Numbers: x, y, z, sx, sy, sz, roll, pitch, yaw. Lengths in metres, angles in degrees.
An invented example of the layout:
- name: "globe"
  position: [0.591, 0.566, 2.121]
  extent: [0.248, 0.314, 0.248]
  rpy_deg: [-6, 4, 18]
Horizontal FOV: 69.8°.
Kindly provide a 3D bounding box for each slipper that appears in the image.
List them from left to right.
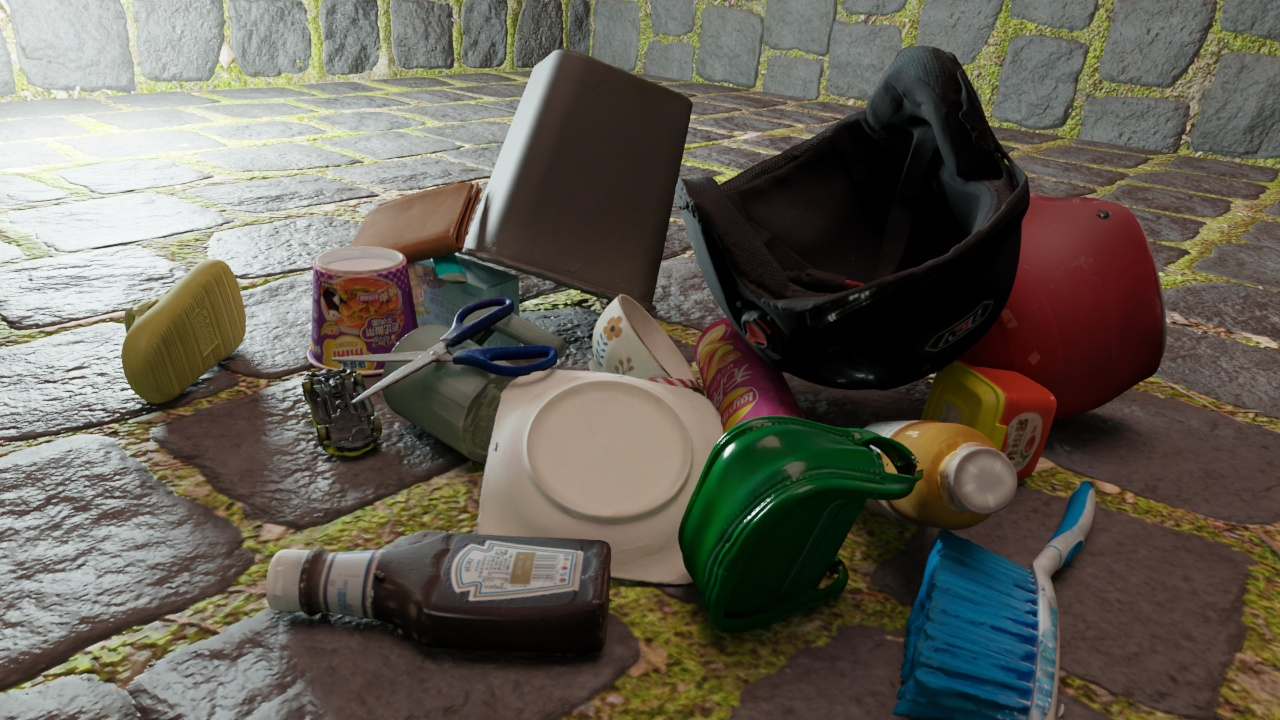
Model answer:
- name: "slipper"
  position: [-0.420, -0.030, 0.817]
  extent: [0.081, 0.092, 0.190]
  rpy_deg: [1, 27, 0]

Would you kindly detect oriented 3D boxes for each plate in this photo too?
- name: "plate"
  position: [-0.022, 0.067, 0.619]
  extent: [0.164, 0.034, 0.163]
  rpy_deg: [7, 51, -3]

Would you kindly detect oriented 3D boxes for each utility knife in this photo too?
- name: "utility knife"
  position: [-0.208, -0.119, 0.947]
  extent: [0.029, 0.013, 0.221]
  rpy_deg: [-8, 28, -17]

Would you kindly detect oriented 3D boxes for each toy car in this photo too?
- name: "toy car"
  position: [-0.241, 0.044, 0.738]
  extent: [0.048, 0.032, 0.105]
  rpy_deg: [-9, 38, -27]

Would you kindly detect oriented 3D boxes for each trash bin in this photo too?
- name: "trash bin"
  position: [-0.060, -0.181, 0.956]
  extent: [0.198, 0.220, 0.199]
  rpy_deg: [17, 2, -20]

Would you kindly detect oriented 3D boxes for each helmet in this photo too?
- name: "helmet"
  position: [0.169, -0.086, 0.704]
  extent: [0.233, 0.230, 0.274]
  rpy_deg: [-32, 34, -3]
- name: "helmet"
  position: [0.321, -0.040, 0.817]
  extent: [0.143, 0.207, 0.240]
  rpy_deg: [-35, 33, -22]

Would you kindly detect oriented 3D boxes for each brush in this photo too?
- name: "brush"
  position: [0.235, 0.133, 0.576]
  extent: [0.109, 0.061, 0.313]
  rpy_deg: [17, 24, 17]

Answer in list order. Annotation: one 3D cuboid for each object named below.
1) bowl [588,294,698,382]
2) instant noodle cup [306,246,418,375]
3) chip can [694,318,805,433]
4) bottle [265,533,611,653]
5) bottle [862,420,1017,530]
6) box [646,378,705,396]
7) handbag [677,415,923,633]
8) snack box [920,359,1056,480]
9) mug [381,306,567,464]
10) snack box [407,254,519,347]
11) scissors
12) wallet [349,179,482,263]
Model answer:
- name: "bowl"
  position: [-0.005, 0.005, 0.794]
  extent: [0.062, 0.113, 0.113]
  rpy_deg: [-37, 22, 11]
- name: "instant noodle cup"
  position: [-0.263, -0.051, 0.869]
  extent: [0.111, 0.099, 0.111]
  rpy_deg: [2, 25, -1]
- name: "chip can"
  position: [0.090, 0.032, 0.756]
  extent: [0.071, 0.071, 0.210]
  rpy_deg: [1, 23, -4]
- name: "bottle"
  position: [-0.116, 0.132, 0.535]
  extent: [0.195, 0.044, 0.079]
  rpy_deg: [3, 23, 0]
- name: "bottle"
  position: [0.184, 0.073, 0.594]
  extent: [0.068, 0.068, 0.189]
  rpy_deg: [2, -4, -2]
- name: "box"
  position: [-0.028, 0.043, 0.702]
  extent: [0.163, 0.081, 0.075]
  rpy_deg: [-10, -1, -14]
- name: "handbag"
  position: [0.090, 0.096, 0.538]
  extent: [0.120, 0.132, 0.068]
  rpy_deg: [1, 38, -21]
- name: "snack box"
  position: [0.270, 0.050, 0.720]
  extent: [0.080, 0.091, 0.082]
  rpy_deg: [0, 24, -23]
- name: "mug"
  position: [-0.129, 0.012, 0.733]
  extent: [0.103, 0.084, 0.123]
  rpy_deg: [26, 67, 38]
- name: "snack box"
  position: [-0.199, -0.066, 0.942]
  extent: [0.175, 0.074, 0.051]
  rpy_deg: [21, 29, 35]
- name: "scissors"
  position: [-0.142, -0.008, 0.691]
  extent: [0.176, 0.012, 0.162]
  rpy_deg: [5, 33, 14]
- name: "wallet"
  position: [-0.230, -0.141, 0.934]
  extent: [0.131, 0.035, 0.118]
  rpy_deg: [-10, 41, 20]
